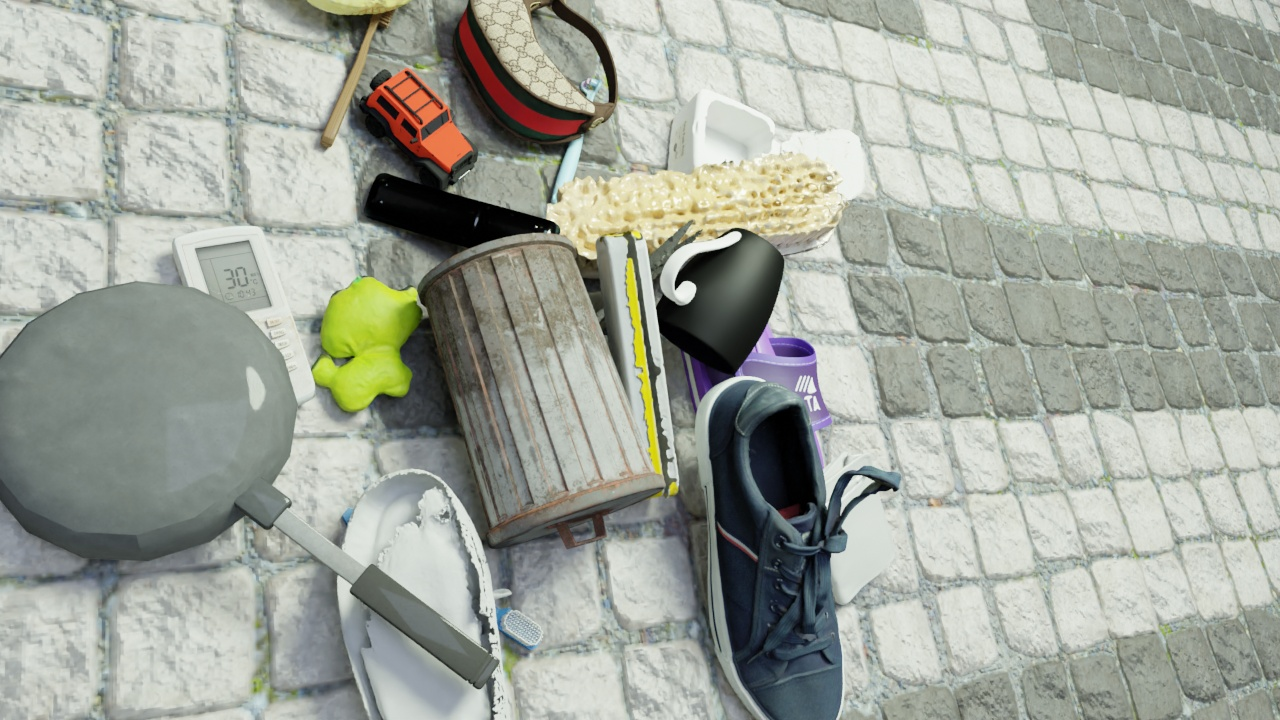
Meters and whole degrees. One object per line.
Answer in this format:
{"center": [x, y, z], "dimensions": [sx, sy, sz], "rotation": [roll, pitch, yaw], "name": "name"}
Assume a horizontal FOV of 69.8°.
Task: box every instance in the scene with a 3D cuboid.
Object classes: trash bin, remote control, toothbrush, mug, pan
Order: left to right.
{"center": [-0.273, -0.028, 0.632], "dimensions": [0.060, 0.026, 0.138], "rotation": [-16, 79, -34], "name": "remote control"}
{"center": [-0.233, 0.083, 0.556], "dimensions": [0.357, 0.041, 0.178], "rotation": [37, 64, 0], "name": "pan"}
{"center": [-0.230, -0.240, 0.753], "dimensions": [0.016, 0.016, 0.166], "rotation": [22, 60, -20], "name": "toothbrush"}
{"center": [-0.137, 0.153, 0.644], "dimensions": [0.166, 0.014, 0.016], "rotation": [38, 56, -11], "name": "toothbrush"}
{"center": [-0.140, -0.112, 0.725], "dimensions": [0.152, 0.020, 0.041], "rotation": [15, 74, -3], "name": "remote control"}
{"center": [-0.072, 0.031, 0.662], "dimensions": [0.130, 0.131, 0.211], "rotation": [-12, 76, -33], "name": "trash bin"}
{"center": [-0.059, -0.200, 0.836], "dimensions": [0.022, 0.016, 0.154], "rotation": [2, 60, 17], "name": "toothbrush"}
{"center": [0.060, -0.060, 0.728], "dimensions": [0.100, 0.085, 0.119], "rotation": [-56, 141, -8], "name": "mug"}

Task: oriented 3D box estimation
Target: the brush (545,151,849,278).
{"center": [0.050, -0.125, 0.799], "dimensions": [0.271, 0.057, 0.083], "rotation": [-8, 71, -13], "name": "brush"}

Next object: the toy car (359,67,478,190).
{"center": [-0.177, -0.189, 0.742], "dimensions": [0.100, 0.049, 0.051], "rotation": [44, 55, -7], "name": "toy car"}

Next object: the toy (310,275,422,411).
{"center": [-0.197, -0.014, 0.667], "dimensions": [0.094, 0.036, 0.093], "rotation": [-24, 88, -29], "name": "toy"}

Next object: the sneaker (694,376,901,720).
{"center": [0.122, 0.157, 0.695], "dimensions": [0.120, 0.127, 0.294], "rotation": [-11, 95, -20], "name": "sneaker"}

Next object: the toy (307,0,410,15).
{"center": [-0.259, -0.354, 0.753], "dimensions": [0.154, 0.065, 0.170], "rotation": [-32, 82, -34], "name": "toy"}

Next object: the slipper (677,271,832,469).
{"center": [0.104, -0.002, 0.805], "dimensions": [0.107, 0.084, 0.266], "rotation": [-9, 75, -33], "name": "slipper"}

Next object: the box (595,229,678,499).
{"center": [-0.005, 0.004, 0.713], "dimensions": [0.033, 0.064, 0.209], "rotation": [-9, 96, -15], "name": "box"}

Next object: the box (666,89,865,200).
{"center": [0.118, -0.191, 0.899], "dimensions": [0.190, 0.083, 0.110], "rotation": [8, 66, -9], "name": "box"}

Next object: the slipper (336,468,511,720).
{"center": [-0.130, 0.191, 0.594], "dimensions": [0.112, 0.075, 0.246], "rotation": [-10, 75, -25], "name": "slipper"}

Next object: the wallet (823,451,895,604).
{"center": [0.178, 0.143, 0.804], "dimensions": [0.086, 0.032, 0.116], "rotation": [-27, 109, -34], "name": "wallet"}

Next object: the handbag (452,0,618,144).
{"center": [-0.089, -0.276, 0.824], "dimensions": [0.138, 0.063, 0.166], "rotation": [-19, 74, -40], "name": "handbag"}

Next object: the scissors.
{"center": [-0.024, -0.059, 0.744], "dimensions": [0.131, 0.012, 0.170], "rotation": [17, 97, -6], "name": "scissors"}
